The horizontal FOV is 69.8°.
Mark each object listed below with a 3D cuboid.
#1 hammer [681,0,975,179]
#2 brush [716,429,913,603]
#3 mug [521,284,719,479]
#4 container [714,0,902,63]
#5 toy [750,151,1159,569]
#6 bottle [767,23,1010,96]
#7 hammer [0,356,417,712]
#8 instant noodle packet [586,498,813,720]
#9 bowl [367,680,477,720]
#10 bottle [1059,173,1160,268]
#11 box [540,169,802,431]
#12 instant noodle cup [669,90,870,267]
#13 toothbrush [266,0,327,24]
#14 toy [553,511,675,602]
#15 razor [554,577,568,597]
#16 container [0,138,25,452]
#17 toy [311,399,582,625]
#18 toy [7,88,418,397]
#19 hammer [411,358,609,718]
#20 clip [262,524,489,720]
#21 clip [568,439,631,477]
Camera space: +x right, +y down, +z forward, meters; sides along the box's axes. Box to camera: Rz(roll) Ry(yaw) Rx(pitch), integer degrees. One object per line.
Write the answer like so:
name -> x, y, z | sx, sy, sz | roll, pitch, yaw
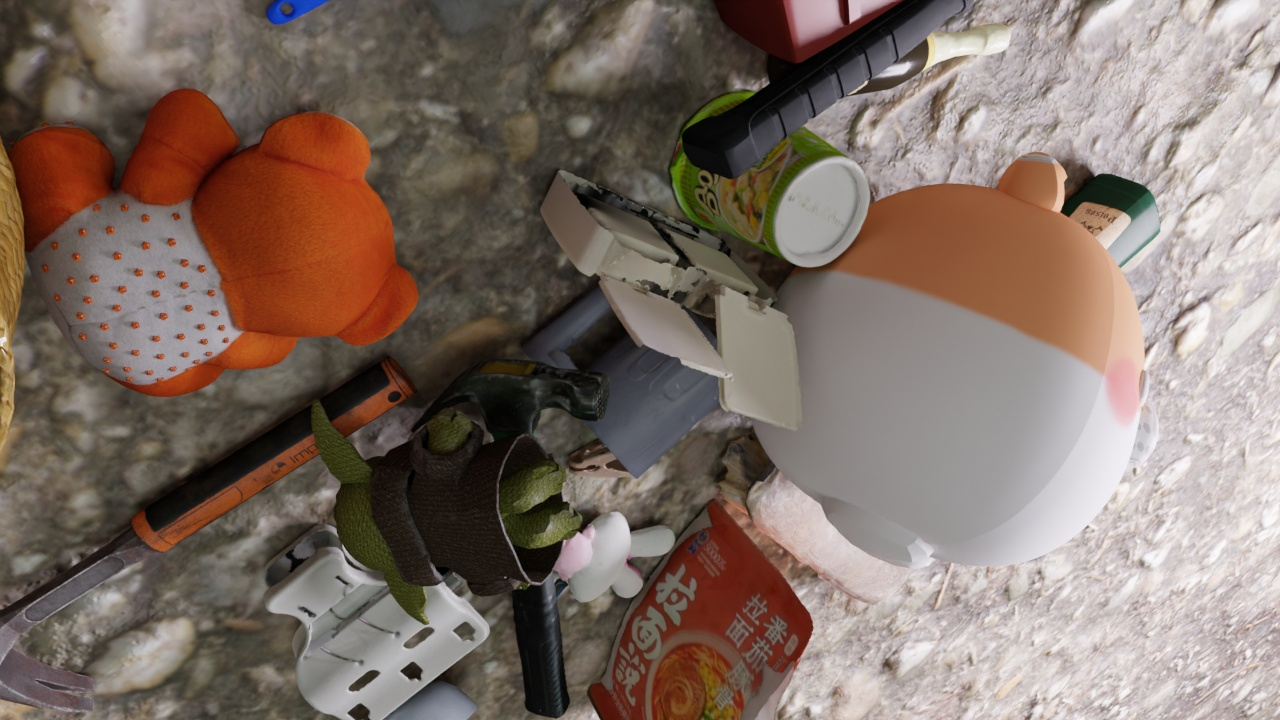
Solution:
hammer -> 0.167, -0.209, 0.547 | 0.332, 0.118, 0.025 | -37, 127, -13
brush -> 0.167, 0.147, 0.827 | 0.083, 0.056, 0.271 | -50, 130, 1
mug -> -0.004, 0.004, 0.641 | 0.104, 0.084, 0.124 | -40, 102, -3
container -> 0.087, -0.279, 0.480 | 0.148, 0.127, 0.201 | -33, 139, -7
toy -> 0.217, 0.006, 0.640 | 0.280, 0.266, 0.263 | -62, 157, -6
bottle -> 0.176, -0.209, 0.623 | 0.184, 0.045, 0.045 | -15, 124, -21
hammer -> -0.275, 0.103, 0.571 | 0.314, 0.035, 0.138 | -33, 129, -8
instant noodle packet -> 0.057, 0.248, 0.759 | 0.084, 0.164, 0.221 | 12, 112, -32
bowl -> -0.181, 0.281, 0.706 | 0.106, 0.039, 0.106 | -32, 173, -5
bottle -> 0.375, -0.095, 0.792 | 0.131, 0.061, 0.061 | -41, 127, -1
box -> 0.022, -0.040, 0.554 | 0.143, 0.183, 0.050 | 18, 115, -31
instant noodle cup -> 0.088, -0.112, 0.594 | 0.098, 0.108, 0.099 | -14, 124, -23
toothbrush -> -0.116, -0.227, 0.474 | 0.182, 0.018, 0.016 | -35, 129, -2
toy -> -0.028, 0.157, 0.737 | 0.122, 0.038, 0.079 | 23, 101, -47
razor -> -0.116, 0.152, 0.699 | 0.042, 0.022, 0.144 | -50, 124, -6
container -> -0.398, -0.046, 0.311 | 0.306, 0.196, 0.307 | -15, 124, -23
toy -> -0.115, 0.092, 0.566 | 0.153, 0.078, 0.179 | -5, 121, 20
toy -> -0.214, -0.057, 0.480 | 0.172, 0.092, 0.164 | -15, 122, -6
hammer -> -0.080, 0.140, 0.653 | 0.130, 0.032, 0.319 | 5, 122, 13
clip -> -0.201, 0.177, 0.656 | 0.126, 0.096, 0.152 | -39, 109, -5
clip -> -0.024, 0.069, 0.696 | 0.060, 0.024, 0.041 | -1, 119, -24
